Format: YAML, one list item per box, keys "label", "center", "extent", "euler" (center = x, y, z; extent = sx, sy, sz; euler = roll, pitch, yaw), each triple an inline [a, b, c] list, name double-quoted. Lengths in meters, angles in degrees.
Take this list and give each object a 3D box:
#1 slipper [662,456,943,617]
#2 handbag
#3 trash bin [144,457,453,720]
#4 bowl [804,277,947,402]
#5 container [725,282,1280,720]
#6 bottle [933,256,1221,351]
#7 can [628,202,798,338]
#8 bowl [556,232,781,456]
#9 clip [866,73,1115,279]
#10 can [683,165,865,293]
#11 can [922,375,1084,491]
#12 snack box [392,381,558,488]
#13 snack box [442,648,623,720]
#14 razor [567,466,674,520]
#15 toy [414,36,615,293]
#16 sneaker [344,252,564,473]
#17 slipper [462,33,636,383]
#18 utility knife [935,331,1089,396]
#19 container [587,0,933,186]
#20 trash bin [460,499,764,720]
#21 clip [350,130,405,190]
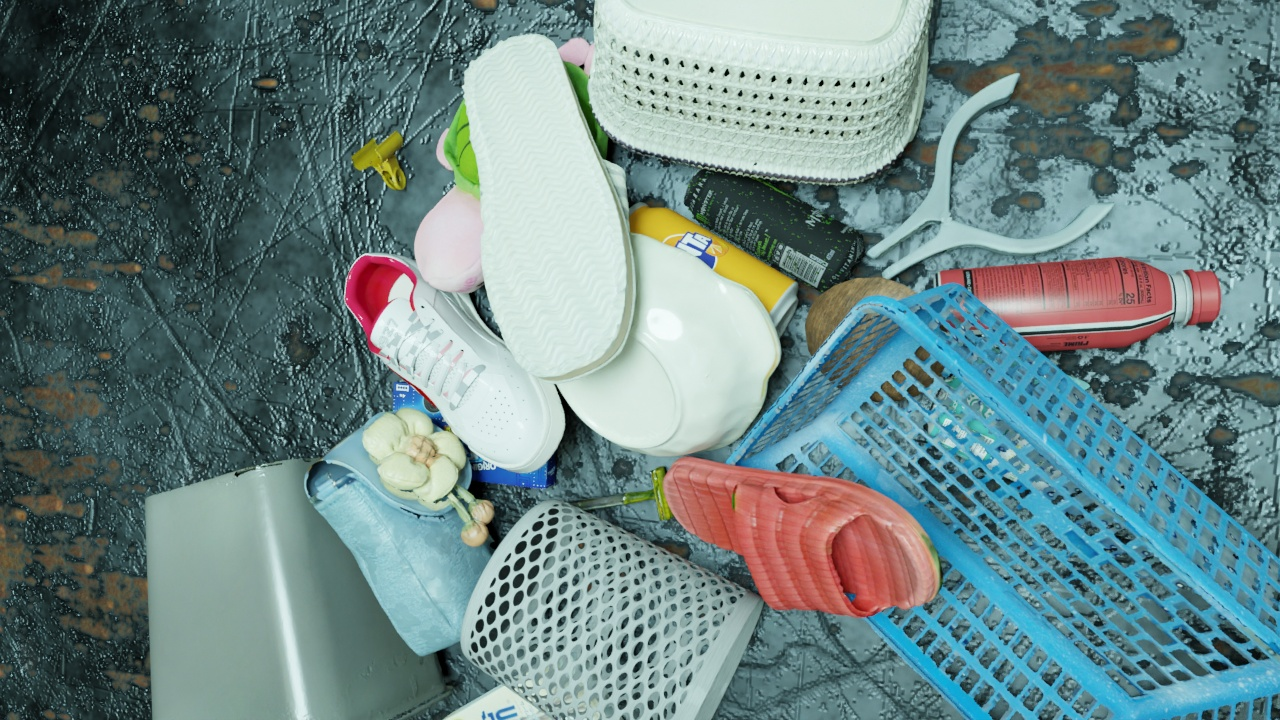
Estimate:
- label: "slipper"
  center: [0.094, 0.127, 0.641]
  extent: [0.249, 0.059, 0.103]
  euler: [5, 126, 52]
- label: "handbag"
  center: [-0.173, 0.131, 0.736]
  extent: [0.119, 0.121, 0.192]
  euler: [-26, 98, 20]
- label: "trash bin"
  center: [-0.297, 0.205, 0.771]
  extent: [0.198, 0.197, 0.220]
  euler: [-16, 82, 19]
- label: "bowl"
  center: [0.164, -0.007, 0.661]
  extent: [0.102, 0.026, 0.114]
  euler: [53, 141, -8]
- label: "container"
  center: [0.245, 0.125, 0.587]
  extent: [0.362, 0.089, 0.258]
  euler: [44, 148, 11]
- label: "bottle"
  center: [0.296, -0.038, 0.633]
  extent: [0.177, 0.062, 0.062]
  euler: [-3, 91, 18]
- label: "can"
  center: [0.044, -0.058, 0.702]
  extent: [0.142, 0.079, 0.079]
  euler: [32, 101, 14]
- label: "bowl"
  center: [-0.004, 0.004, 0.682]
  extent: [0.220, 0.060, 0.188]
  euler: [-11, 113, 42]
- label: "clip"
  center: [0.265, -0.100, 0.659]
  extent: [0.164, 0.030, 0.173]
  euler: [37, 103, 14]
- label: "can"
  center: [0.101, -0.102, 0.695]
  extent: [0.138, 0.054, 0.054]
  euler: [32, 101, 13]
- label: "can"
  center: [0.257, 0.052, 0.653]
  extent: [0.102, 0.054, 0.055]
  euler: [25, 100, 15]
- label: "snack box"
  center: [-0.145, 0.063, 0.795]
  extent: [0.150, 0.027, 0.082]
  euler: [3, 93, 18]
- label: "snack box"
  center: [-0.096, 0.314, 0.792]
  extent: [0.150, 0.026, 0.082]
  euler: [-33, 83, 16]
- label: "razor"
  center: [-0.025, 0.117, 0.764]
  extent: [0.106, 0.026, 0.042]
  euler: [-12, 91, 22]
- label: "toy"
  center: [-0.102, -0.160, 0.739]
  extent: [0.190, 0.087, 0.238]
  euler: [34, 91, 22]
- label: "sneaker"
  center: [-0.161, -0.004, 0.722]
  extent: [0.090, 0.104, 0.236]
  euler: [-49, 59, 14]
- label: "slipper"
  center: [-0.067, -0.113, 0.650]
  extent: [0.115, 0.054, 0.272]
  euler: [-20, 69, 18]
- label: "utility knife"
  center: [0.248, 0.002, 0.633]
  extent: [0.147, 0.015, 0.022]
  euler: [19, 140, -20]
- label: "container"
  center: [0.082, -0.233, 0.630]
  extent: [0.252, 0.143, 0.184]
  euler: [11, 75, 7]
- label: "trash bin"
  center: [-0.024, 0.208, 0.699]
  extent: [0.183, 0.156, 0.156]
  euler: [25, 100, 17]
- label: "clip"
  center: [-0.222, -0.174, 0.801]
  extent: [0.046, 0.054, 0.048]
  euler: [25, 122, -6]
